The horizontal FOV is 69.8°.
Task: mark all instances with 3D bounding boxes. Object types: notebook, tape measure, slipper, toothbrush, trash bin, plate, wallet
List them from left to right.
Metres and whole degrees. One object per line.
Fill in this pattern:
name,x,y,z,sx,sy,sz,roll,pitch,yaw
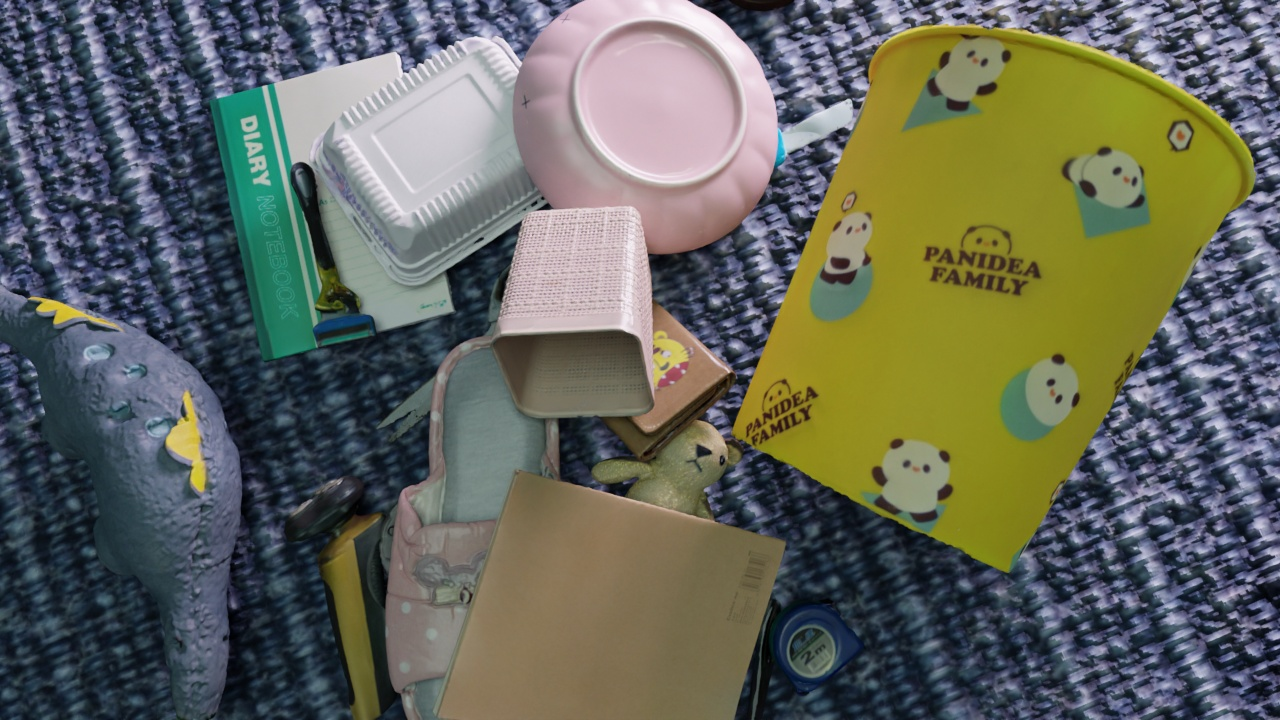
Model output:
notebook,-0.232,-0.117,0.688,0.150,0.012,0.209,-15,83,1
slipper,-0.100,0.114,0.587,0.114,0.054,0.274,3,75,-2
notebook,-0.008,0.164,0.578,0.211,0.012,0.149,20,87,-29
wallet,-0.004,0.004,0.630,0.090,0.033,0.115,-39,60,-10
plate,0.010,-0.171,0.630,0.192,0.039,0.192,2,81,-14
toothbrush,0.075,0.254,0.625,0.015,0.018,0.181,14,81,-11
tape measure,0.115,0.191,0.623,0.058,0.025,0.054,-37,92,-10
trash bin,0.193,-0.028,0.561,0.229,0.229,0.255,26,90,5

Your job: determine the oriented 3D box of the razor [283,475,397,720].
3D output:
razor,-0.200,0.164,0.630,0.067,0.062,0.167,-9,87,-30

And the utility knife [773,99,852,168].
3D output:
utility knife,0.069,-0.142,0.676,0.202,0.018,0.034,-27,82,-3

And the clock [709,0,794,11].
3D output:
clock,0.079,-0.307,0.677,0.122,0.055,0.082,-5,82,3

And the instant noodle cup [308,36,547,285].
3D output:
instant noodle cup,-0.138,-0.152,0.654,0.173,0.060,0.138,-35,85,-7

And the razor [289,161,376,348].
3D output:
razor,-0.231,-0.078,0.666,0.042,0.022,0.142,-15,80,-23

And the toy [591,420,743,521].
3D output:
toy,0.009,0.107,0.617,0.105,0.066,0.157,31,75,-4

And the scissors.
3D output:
scissors,-0.113,0.001,0.666,0.142,0.014,0.173,13,83,5

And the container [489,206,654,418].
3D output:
container,-0.037,-0.034,0.586,0.090,0.090,0.110,-2,54,8

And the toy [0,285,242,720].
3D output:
toy,-0.346,0.069,0.630,0.138,0.091,0.356,-33,80,10

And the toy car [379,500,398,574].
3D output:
toy car,-0.100,0.133,0.631,0.158,0.042,0.070,15,75,-1
